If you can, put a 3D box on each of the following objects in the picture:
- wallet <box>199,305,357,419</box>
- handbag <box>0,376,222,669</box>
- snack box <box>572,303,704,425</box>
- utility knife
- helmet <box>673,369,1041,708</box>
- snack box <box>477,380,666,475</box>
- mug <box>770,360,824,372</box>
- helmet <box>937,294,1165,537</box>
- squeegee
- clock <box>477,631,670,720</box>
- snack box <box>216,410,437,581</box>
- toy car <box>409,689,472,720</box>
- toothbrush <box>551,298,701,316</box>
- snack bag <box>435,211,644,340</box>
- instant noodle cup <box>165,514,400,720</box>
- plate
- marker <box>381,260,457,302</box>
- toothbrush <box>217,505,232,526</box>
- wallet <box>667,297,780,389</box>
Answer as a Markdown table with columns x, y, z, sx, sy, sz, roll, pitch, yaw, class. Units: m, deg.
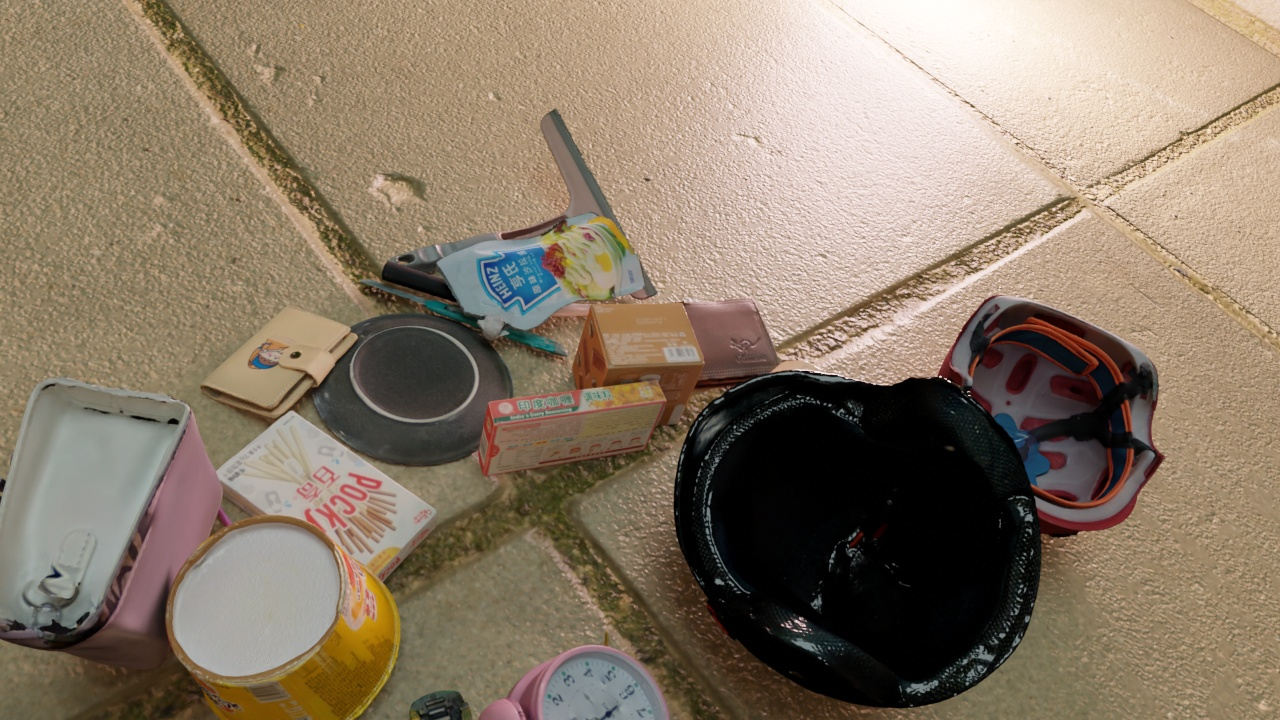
| x | y | z | sx | sy | sz | roll | pitch | yaw | class |
| --- | --- | --- | --- | --- | --- | --- | --- | --- | --- |
| -0.311 | 0.000 | 0.802 | 0.087 | 0.024 | 0.114 | 18 | 45 | 15 | wallet |
| -0.330 | 0.110 | 0.568 | 0.098 | 0.197 | 0.144 | 8 | 67 | -15 | handbag |
| -0.005 | 0.005 | 0.857 | 0.092 | 0.095 | 0.077 | -2 | 51 | -20 | snack box |
| -0.171 | -0.044 | 0.897 | 0.216 | 0.013 | 0.029 | 19 | 18 | -2 | utility knife |
| 0.158 | 0.137 | 0.707 | 0.275 | 0.230 | 0.233 | 34 | 73 | 20 | helmet |
| -0.060 | 0.059 | 0.804 | 0.155 | 0.077 | 0.027 | -7 | 53 | -23 | snack box |
| 0.142 | 0.073 | 0.865 | 0.103 | 0.084 | 0.124 | -37 | 93 | -40 | mug |
| 0.377 | 0.071 | 0.897 | 0.207 | 0.144 | 0.239 | 20 | 61 | 0 | helmet |
| -0.147 | -0.131 | 0.969 | 0.249 | 0.040 | 0.247 | -21 | 77 | -25 | squeegee |
| -0.047 | 0.262 | 0.622 | 0.117 | 0.060 | 0.158 | 48 | 43 | 13 | clock |
| -0.250 | 0.111 | 0.731 | 0.157 | 0.027 | 0.084 | 31 | 48 | 11 | snack box |
| -0.130 | 0.272 | 0.622 | 0.043 | 0.036 | 0.091 | -7 | 52 | -25 | toy car |
| -0.019 | -0.055 | 0.959 | 0.180 | 0.016 | 0.016 | -2 | 49 | -19 | toothbrush |
| -0.097 | -0.087 | 0.917 | 0.190 | 0.039 | 0.110 | -21 | 73 | -27 | snack bag |
| -0.238 | 0.172 | 0.606 | 0.138 | 0.110 | 0.137 | 1 | 57 | -2 | instant noodle cup |
| -0.204 | 0.016 | 0.831 | 0.179 | 0.024 | 0.179 | 9 | 48 | -10 | plate |
| -0.189 | -0.068 | 0.903 | 0.132 | 0.020 | 0.022 | 18 | 25 | -11 | marker |
| -0.272 | 0.168 | 0.684 | 0.017 | 0.014 | 0.189 | -22 | 59 | -44 | toothbrush |
| 0.077 | -0.017 | 0.948 | 0.124 | 0.032 | 0.101 | -5 | 54 | -21 | wallet |
